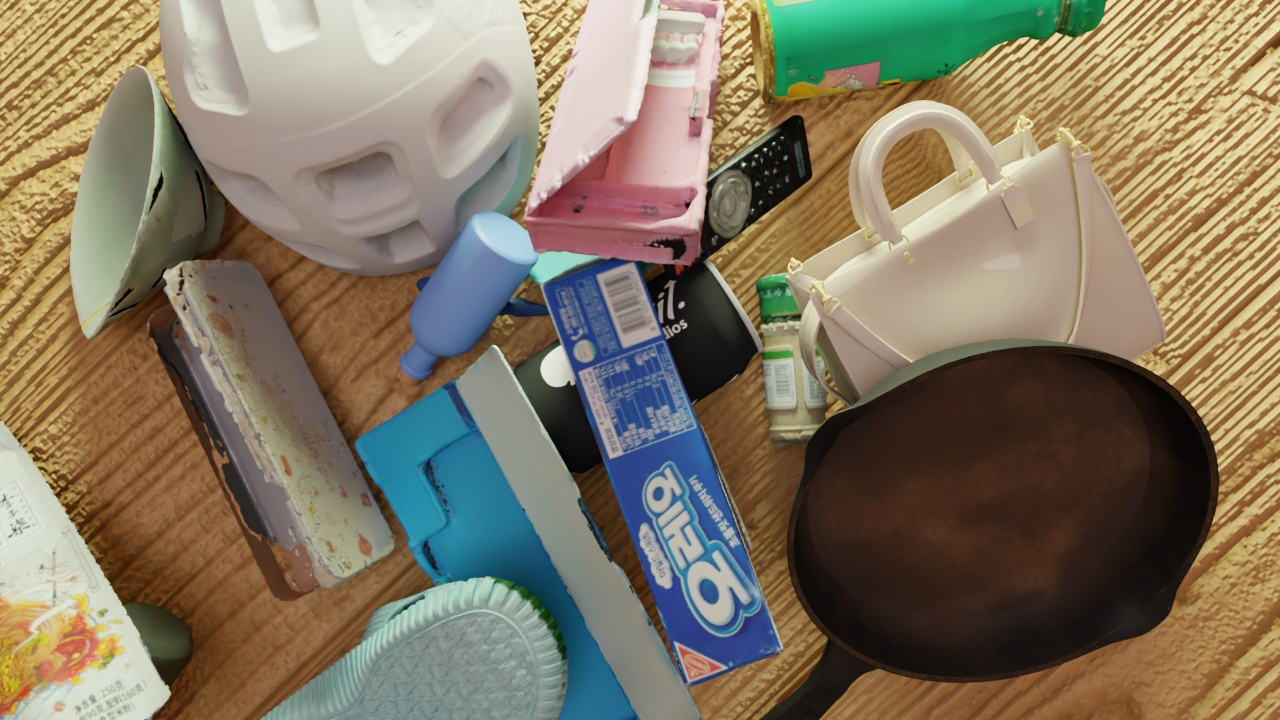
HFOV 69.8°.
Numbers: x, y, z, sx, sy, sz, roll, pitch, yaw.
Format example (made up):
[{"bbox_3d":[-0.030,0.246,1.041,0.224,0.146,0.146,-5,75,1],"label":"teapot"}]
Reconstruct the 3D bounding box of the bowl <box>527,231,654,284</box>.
[{"bbox_3d":[-0.015,-0.086,0.581,0.046,0.121,0.121,38,92,-37],"label":"bowl"}]

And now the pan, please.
[{"bbox_3d":[0.158,0.131,0.539,0.248,0.043,0.357,29,115,-16],"label":"pan"}]

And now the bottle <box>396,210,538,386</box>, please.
[{"bbox_3d":[-0.118,-0.032,0.585,0.048,0.048,0.131,43,118,3],"label":"bottle"}]

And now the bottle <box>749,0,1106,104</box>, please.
[{"bbox_3d":[0.177,-0.210,0.573,0.210,0.068,0.068,-8,88,3],"label":"bottle"}]

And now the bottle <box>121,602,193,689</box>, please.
[{"bbox_3d":[-0.348,0.218,0.603,0.060,0.060,0.108,34,91,3],"label":"bottle"}]

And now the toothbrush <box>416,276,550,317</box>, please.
[{"bbox_3d":[-0.087,-0.037,0.612,0.132,0.016,0.021,11,117,4],"label":"toothbrush"}]

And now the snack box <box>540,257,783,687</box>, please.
[{"bbox_3d":[0.010,0.055,0.501,0.059,0.059,0.226,-21,85,-1],"label":"snack box"}]

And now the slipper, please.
[{"bbox_3d":[-0.148,0.217,0.579,0.277,0.069,0.116,-35,92,22],"label":"slipper"}]

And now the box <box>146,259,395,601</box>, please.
[{"bbox_3d":[-0.248,0.049,0.594,0.108,0.094,0.216,-28,88,28],"label":"box"}]

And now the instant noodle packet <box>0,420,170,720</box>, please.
[{"bbox_3d":[-0.397,0.168,0.572,0.269,0.057,0.147,36,87,28],"label":"instant noodle packet"}]

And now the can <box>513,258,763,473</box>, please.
[{"bbox_3d":[-0.003,0.003,0.575,0.146,0.080,0.080,-32,87,2],"label":"can"}]

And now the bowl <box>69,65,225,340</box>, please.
[{"bbox_3d":[-0.313,-0.096,0.598,0.175,0.067,0.174,-9,77,45],"label":"bowl"}]

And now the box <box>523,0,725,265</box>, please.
[{"bbox_3d":[-0.002,-0.166,0.509,0.099,0.099,0.232,8,50,4],"label":"box"}]

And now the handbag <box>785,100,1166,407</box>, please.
[{"bbox_3d":[0.178,-0.052,0.529,0.194,0.101,0.198,-32,114,2],"label":"handbag"}]

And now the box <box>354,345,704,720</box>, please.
[{"bbox_3d":[-0.063,0.120,0.569,0.175,0.063,0.243,-31,87,39],"label":"box"}]

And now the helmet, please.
[{"bbox_3d":[-0.186,-0.204,0.582,0.224,0.184,0.282,-11,68,-1],"label":"helmet"}]

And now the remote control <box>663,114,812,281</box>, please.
[{"bbox_3d":[0.057,-0.102,0.563,0.140,0.021,0.045,-40,128,-31],"label":"remote control"}]

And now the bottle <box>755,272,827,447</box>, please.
[{"bbox_3d":[0.098,0.000,0.587,0.043,0.042,0.110,-4,89,3],"label":"bottle"}]
